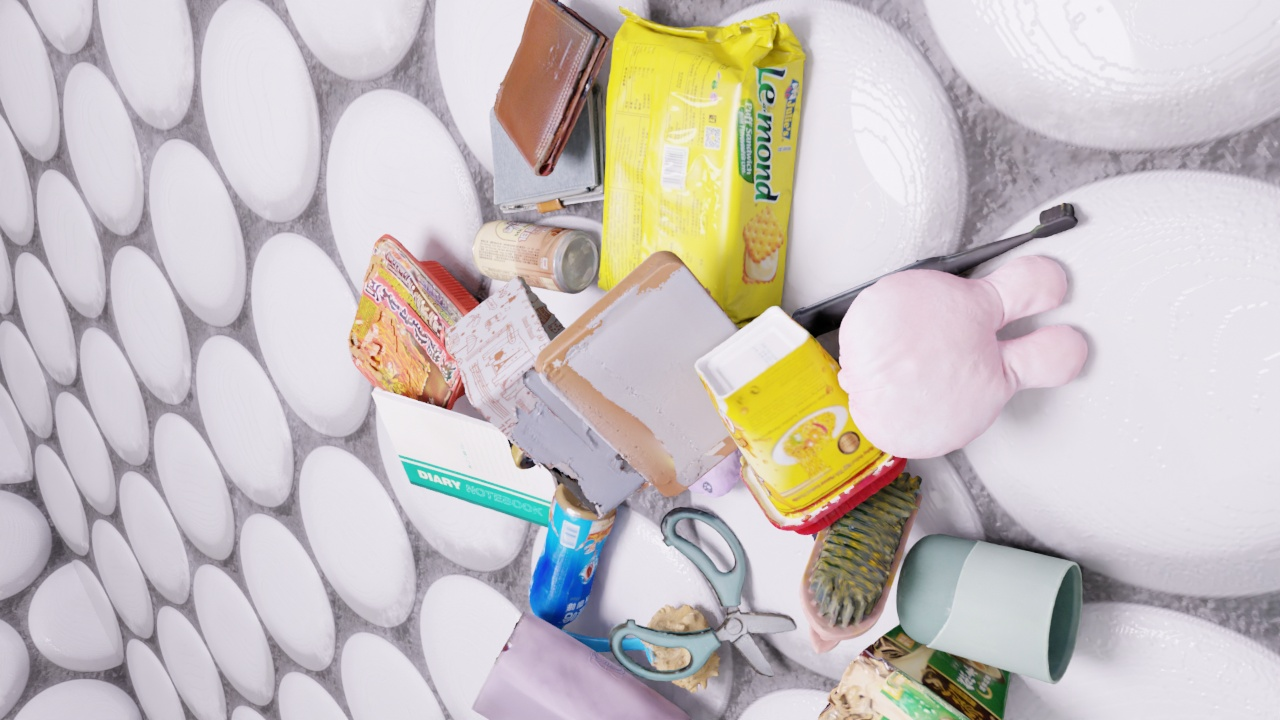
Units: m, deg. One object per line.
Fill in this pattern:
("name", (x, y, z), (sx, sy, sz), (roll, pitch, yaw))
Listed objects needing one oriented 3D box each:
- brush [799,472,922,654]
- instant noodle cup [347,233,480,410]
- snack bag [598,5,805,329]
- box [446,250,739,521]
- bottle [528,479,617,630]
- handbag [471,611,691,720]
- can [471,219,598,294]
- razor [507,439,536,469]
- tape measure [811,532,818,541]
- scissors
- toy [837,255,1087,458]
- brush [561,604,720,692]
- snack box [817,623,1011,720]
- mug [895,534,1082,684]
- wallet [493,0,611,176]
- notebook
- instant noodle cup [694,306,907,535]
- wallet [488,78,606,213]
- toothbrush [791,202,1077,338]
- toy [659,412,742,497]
("brush", (0.156, 0.140, 0.661), (0.063, 0.145, 0.073), (22, 139, 13))
("instant noodle cup", (-0.230, -0.025, 0.979), (0.164, 0.078, 0.189), (45, 130, 18))
("snack bag", (0.038, -0.142, 0.715), (0.158, 0.068, 0.247), (18, 116, 35))
("box", (-0.025, 0.002, 0.742), (0.198, 0.181, 0.157), (-39, 34, 6))
("bottle", (-0.078, 0.219, 0.949), (0.065, 0.065, 0.219), (35, 126, 27))
("handbag", (-0.058, 0.344, 0.914), (0.197, 0.098, 0.145), (31, 143, 5))
("can", (-0.099, -0.098, 0.854), (0.116, 0.058, 0.058), (13, 114, 37))
("razor", (-0.121, 0.041, 0.881), (0.167, 0.067, 0.062), (-113, 30, -51))
("tape measure", (0.168, 0.153, 0.739), (0.058, 0.025, 0.055), (49, 132, 21))
("scissors", (0.051, 0.210, 0.830), (0.170, 0.019, 0.181), (-6, 84, 12))
("toy", (0.204, -0.005, 0.590), (0.054, 0.159, 0.121), (-145, 39, -86))
("brush", (-0.013, 0.289, 0.935), (0.255, 0.045, 0.083), (-16, 96, 48))
("snack box", (0.213, 0.259, 0.685), (0.117, 0.105, 0.118), (34, 126, 24))
("mug", (0.248, 0.179, 0.650), (0.106, 0.082, 0.112), (6, 141, 39))
("wallet", (-0.077, -0.228, 0.756), (0.101, 0.032, 0.125), (51, 124, 41))
("notebook", (-0.176, 0.107, 0.963), (0.209, 0.012, 0.151), (14, 137, 23))
("instant noodle cup", (0.108, 0.038, 0.653), (0.116, 0.116, 0.123), (-35, 113, 3))
("wallet", (-0.081, -0.187, 0.823), (0.130, 0.036, 0.106), (-1, 94, 40))
("toothbrush", (0.196, -0.059, 0.638), (0.026, 0.027, 0.213), (34, 141, -31))
("toy", (0.045, 0.078, 0.810), (0.108, 0.038, 0.084), (25, 99, 34))
